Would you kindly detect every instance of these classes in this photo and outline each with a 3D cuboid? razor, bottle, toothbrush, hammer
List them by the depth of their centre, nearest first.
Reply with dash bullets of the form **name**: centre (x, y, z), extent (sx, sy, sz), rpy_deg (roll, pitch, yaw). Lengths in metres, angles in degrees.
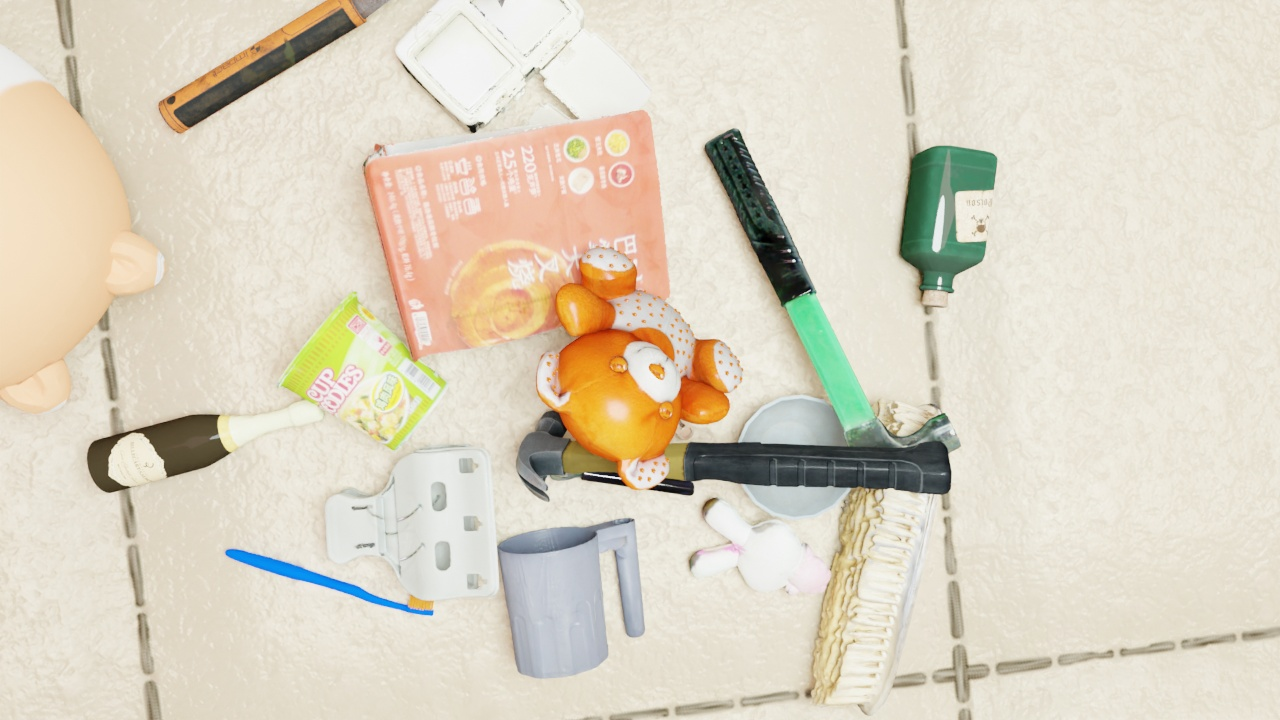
- **hammer**: centre (0.063, 0.079, 0.706), extent (0.333, 0.117, 0.025), rpy_deg (1, 113, 14)
- **hammer**: centre (-0.246, -0.266, 0.739), extent (0.314, 0.035, 0.137), rpy_deg (-29, 56, 4)
- **hammer**: centre (0.131, -0.048, 0.755), extent (0.130, 0.032, 0.318), rpy_deg (-27, 78, 17)
- **bottle**: centre (-0.353, 0.063, 0.758), extent (0.184, 0.045, 0.045), rpy_deg (-15, 93, -3)
- **toothbrush**: centre (-0.264, 0.187, 0.783), extent (0.182, 0.016, 0.018), rpy_deg (18, 85, -4)
- **bottle**: centre (0.260, -0.111, 0.786), extent (0.061, 0.061, 0.131), rpy_deg (7, 91, -7)
- **razor**: centre (-0.024, 0.100, 0.793), extent (0.144, 0.022, 0.043), rpy_deg (9, 92, -4)

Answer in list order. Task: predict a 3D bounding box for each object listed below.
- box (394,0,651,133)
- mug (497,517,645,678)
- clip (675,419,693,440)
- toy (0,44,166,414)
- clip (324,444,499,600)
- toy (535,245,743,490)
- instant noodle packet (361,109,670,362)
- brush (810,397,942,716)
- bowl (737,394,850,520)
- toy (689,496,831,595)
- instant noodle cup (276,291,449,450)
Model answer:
- **box**: centre (-0.095, -0.243, 0.764), extent (0.184, 0.050, 0.143), rpy_deg (44, 88, -3)
- **mug**: centre (-0.054, 0.196, 0.773), extent (0.123, 0.084, 0.104), rpy_deg (-8, 93, -31)
- **clip**: centre (0.024, 0.041, 0.799), extent (0.024, 0.041, 0.061), rpy_deg (-30, 113, -2)
- **toy**: centre (-0.498, -0.095, 0.638), extent (0.280, 0.266, 0.263), rpy_deg (38, 91, -19)
- **clip**: centre (-0.186, 0.135, 0.774), extent (0.152, 0.095, 0.126), rpy_deg (-4, 88, 18)
- **toy**: centre (-0.004, 0.004, 0.687), extent (0.164, 0.172, 0.093), rpy_deg (43, 128, -13)
- **instant noodle packet**: centre (-0.089, -0.103, 0.730), extent (0.221, 0.084, 0.164), rpy_deg (-10, 114, -5)
- **brush**: centre (0.202, 0.166, 0.780), extent (0.056, 0.083, 0.271), rpy_deg (12, 92, -5)
- **bowl**: centre (0.132, 0.082, 0.794), extent (0.106, 0.039, 0.106), rpy_deg (0, 92, -4)
- **toy**: centre (0.104, 0.168, 0.792), extent (0.123, 0.038, 0.079), rpy_deg (20, 112, 7)
- **instant noodle cup**: centre (-0.220, 0.015, 0.746), extent (0.108, 0.099, 0.099), rpy_deg (40, 89, -12)
